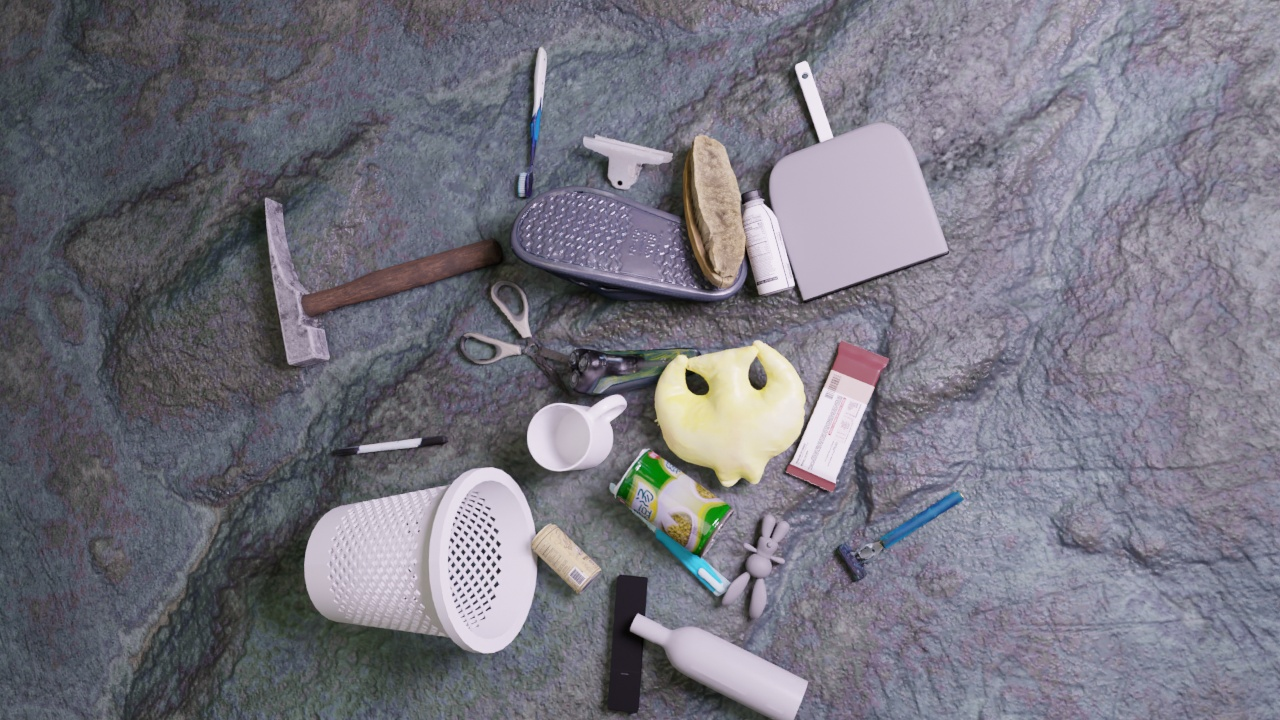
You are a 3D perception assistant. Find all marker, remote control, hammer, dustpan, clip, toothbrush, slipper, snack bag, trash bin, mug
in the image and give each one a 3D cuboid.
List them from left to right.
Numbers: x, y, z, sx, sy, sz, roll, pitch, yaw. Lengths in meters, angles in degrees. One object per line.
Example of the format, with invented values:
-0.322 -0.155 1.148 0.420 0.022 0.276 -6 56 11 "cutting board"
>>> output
-0.322 -0.134 1.141 0.301 0.037 0.217 -15 82 11 "hammer"
-0.306 0.105 1.129 0.152 0.011 0.011 -8 83 13 "marker"
-0.251 0.224 1.026 0.200 0.195 0.195 -7 83 22 "trash bin"
-0.132 -0.291 1.119 0.017 0.016 0.189 5 87 24 "toothbrush"
-0.063 0.075 1.031 0.110 0.090 0.074 -38 78 8 "mug"
-0.016 -0.237 1.081 0.102 0.052 0.057 17 61 15 "clip"
-0.014 0.320 1.038 0.034 0.013 0.150 3 86 10 "remote control"
-0.014 -0.122 1.050 0.268 0.083 0.110 12 73 -2 "slipper"
0.216 0.061 1.005 0.057 0.013 0.158 22 90 16 "snack bag"
0.220 -0.212 1.022 0.163 0.033 0.257 -19 90 11 "dustpan"

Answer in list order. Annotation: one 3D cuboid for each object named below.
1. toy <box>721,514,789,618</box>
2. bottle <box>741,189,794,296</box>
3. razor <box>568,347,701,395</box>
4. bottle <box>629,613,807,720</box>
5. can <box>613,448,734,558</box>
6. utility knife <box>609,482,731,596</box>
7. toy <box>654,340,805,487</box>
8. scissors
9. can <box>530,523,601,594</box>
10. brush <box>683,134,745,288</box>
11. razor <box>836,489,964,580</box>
0.129 0.224 1.004 0.049 0.030 0.111 23 86 0 "toy"
0.137 -0.132 1.018 0.041 0.041 0.116 -15 91 12 "bottle"
-0.006 0.006 1.038 0.151 0.067 0.054 -6 72 5 "razor"
0.080 0.327 0.995 0.195 0.052 0.052 23 91 14 "bottle"
0.036 0.156 1.012 0.121 0.067 0.067 34 93 14 "can"
0.031 0.198 1.036 0.179 0.015 0.022 43 95 12 "utility knife"
0.097 0.061 1.005 0.171 0.064 0.155 -10 94 16 "toy"
-0.144 -0.026 1.099 0.158 0.012 0.165 -10 83 15 "scissors"
-0.086 0.226 1.051 0.079 0.038 0.038 41 95 13 "can"
0.081 -0.168 1.014 0.059 0.043 0.195 1 62 -13 "brush"
0.280 0.181 0.976 0.144 0.022 0.042 -34 80 8 "razor"
